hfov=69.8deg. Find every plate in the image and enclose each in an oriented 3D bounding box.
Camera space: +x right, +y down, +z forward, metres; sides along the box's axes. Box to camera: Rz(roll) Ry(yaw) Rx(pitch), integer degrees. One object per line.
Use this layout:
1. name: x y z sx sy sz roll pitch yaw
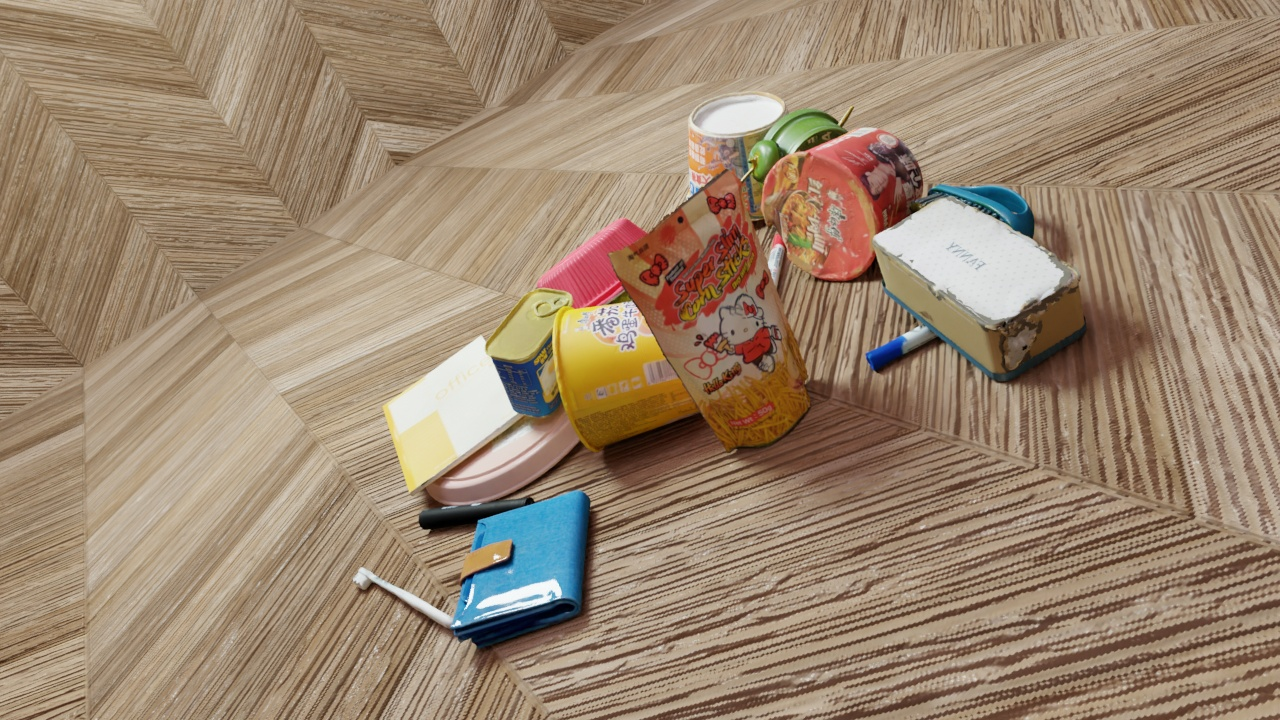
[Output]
1. plate: -0.138 0.057 0.965 0.230 0.028 0.229 -23 33 16

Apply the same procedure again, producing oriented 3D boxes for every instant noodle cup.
1. instant noodle cup: -0.053 -0.108 1.093 0.194 0.066 0.193 -35 11 8
2. instant noodle cup: 0.125 -0.257 1.138 0.151 0.111 0.151 -8 39 6
3. instant noodle cup: -0.005 0.005 0.839 0.110 0.138 0.137 -14 30 13
4. instant noodle cup: 0.210 -0.164 0.922 0.108 0.138 0.138 -36 26 -31

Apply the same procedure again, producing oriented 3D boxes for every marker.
1. marker: 0.256 -0.032 0.764 0.146 0.017 0.017 -28 26 3
2. marker: -0.155 0.145 0.860 0.132 0.020 0.022 -11 61 30
3. marker: 0.143 -0.097 0.991 0.017 0.017 0.144 -16 30 26

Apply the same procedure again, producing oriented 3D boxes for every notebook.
1. notebook: -0.206 0.053 0.995 0.146 0.010 0.206 -36 31 -5

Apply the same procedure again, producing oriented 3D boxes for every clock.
1. clock: 0.182 -0.218 1.058 0.161 0.116 0.056 -30 36 -6

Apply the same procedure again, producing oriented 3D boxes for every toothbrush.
1. toothbrush: -0.210 0.210 0.805 0.180 0.016 0.016 4 50 49

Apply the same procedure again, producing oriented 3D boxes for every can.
1. can: -0.098 -0.006 0.897 0.057 0.083 0.101 10 47 26

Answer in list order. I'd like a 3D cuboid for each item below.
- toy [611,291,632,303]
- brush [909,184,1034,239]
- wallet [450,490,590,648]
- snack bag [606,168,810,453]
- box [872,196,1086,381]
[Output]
1. toy: 0.014 -0.088 1.065 0.097 0.031 0.099 -16 19 23
2. brush: 0.309 -0.131 0.840 0.073 0.055 0.143 -31 26 -1
3. wallet: -0.094 0.165 0.746 0.106 0.040 0.132 -19 27 12
4. snack bag: 0.067 -0.033 0.739 0.128 0.208 0.073 -38 29 -20
5. box: 0.261 -0.066 0.734 0.090 0.063 0.184 -30 35 -1
